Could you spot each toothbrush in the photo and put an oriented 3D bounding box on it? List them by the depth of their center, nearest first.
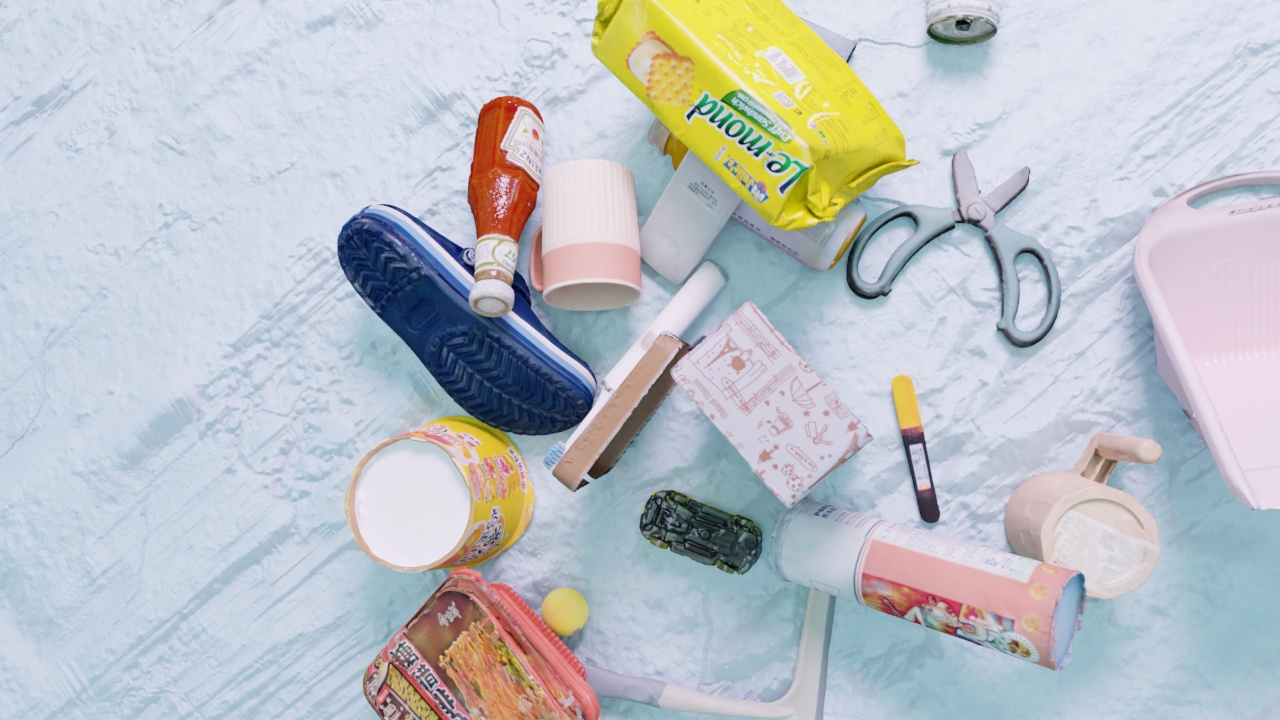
[{"bbox_3d":[-0.005,0.004,0.757,0.027,0.026,0.220,32,75,38],"label":"toothbrush"}]

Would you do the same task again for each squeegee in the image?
[{"bbox_3d":[0.029,0.278,0.764,0.247,0.039,0.246,7,89,10],"label":"squeegee"}]

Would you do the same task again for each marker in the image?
[{"bbox_3d":[0.225,0.072,0.751,0.018,0.015,0.124,-12,88,11],"label":"marker"}]

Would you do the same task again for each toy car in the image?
[{"bbox_3d":[0.051,0.143,0.770,0.105,0.032,0.048,21,91,-1],"label":"toy car"}]

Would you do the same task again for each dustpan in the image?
[{"bbox_3d":[0.463,-0.033,0.620,0.223,0.273,0.139,-9,111,6],"label":"dustpan"}]

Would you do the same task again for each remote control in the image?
[{"bbox_3d":[0.042,-0.121,0.746,0.056,0.019,0.135,41,136,7],"label":"remote control"}]

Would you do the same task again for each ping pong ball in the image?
[{"bbox_3d":[-0.064,0.214,0.782,0.040,0.040,0.040,0,88,10],"label":"ping pong ball"}]

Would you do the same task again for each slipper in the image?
[{"bbox_3d":[-0.143,-0.037,0.783,0.253,0.095,0.105,41,132,-9],"label":"slipper"}]

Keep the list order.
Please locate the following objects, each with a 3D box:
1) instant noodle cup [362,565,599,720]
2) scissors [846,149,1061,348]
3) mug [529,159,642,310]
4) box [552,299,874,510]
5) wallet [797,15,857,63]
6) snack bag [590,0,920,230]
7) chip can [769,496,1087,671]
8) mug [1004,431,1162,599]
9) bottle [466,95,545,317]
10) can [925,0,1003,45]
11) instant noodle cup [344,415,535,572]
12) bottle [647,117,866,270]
[{"bbox_3d":[-0.125,0.264,0.755,0.164,0.079,0.189,46,117,8],"label":"instant noodle cup"},{"bbox_3d":[0.252,-0.081,0.750,0.179,0.019,0.170,-16,86,10],"label":"scissors"},{"bbox_3d":[-0.052,-0.100,0.775,0.115,0.081,0.105,-15,72,45],"label":"mug"},{"bbox_3d":[0.050,0.060,0.698,0.193,0.183,0.157,-44,81,7],"label":"box"},{"bbox_3d":[0.113,-0.236,0.782,0.097,0.019,0.121,29,94,12],"label":"wallet"},{"bbox_3d":[0.089,-0.209,0.698,0.246,0.157,0.068,47,139,10],"label":"snack bag"},{"bbox_3d":[0.204,0.157,0.672,0.215,0.071,0.071,10,89,40],"label":"chip can"},{"bbox_3d":[0.337,0.111,0.684,0.084,0.103,0.124,30,93,10],"label":"mug"},{"bbox_3d":[-0.114,-0.128,0.753,0.060,0.060,0.205,-6,58,10],"label":"bottle"},{"bbox_3d":[0.266,-0.335,0.737,0.058,0.058,0.146,7,89,10],"label":"can"},{"bbox_3d":[-0.173,0.115,0.771,0.138,0.109,0.138,-1,87,9],"label":"instant noodle cup"},{"bbox_3d":[0.092,-0.147,0.755,0.189,0.068,0.068,34,94,9],"label":"bottle"}]
